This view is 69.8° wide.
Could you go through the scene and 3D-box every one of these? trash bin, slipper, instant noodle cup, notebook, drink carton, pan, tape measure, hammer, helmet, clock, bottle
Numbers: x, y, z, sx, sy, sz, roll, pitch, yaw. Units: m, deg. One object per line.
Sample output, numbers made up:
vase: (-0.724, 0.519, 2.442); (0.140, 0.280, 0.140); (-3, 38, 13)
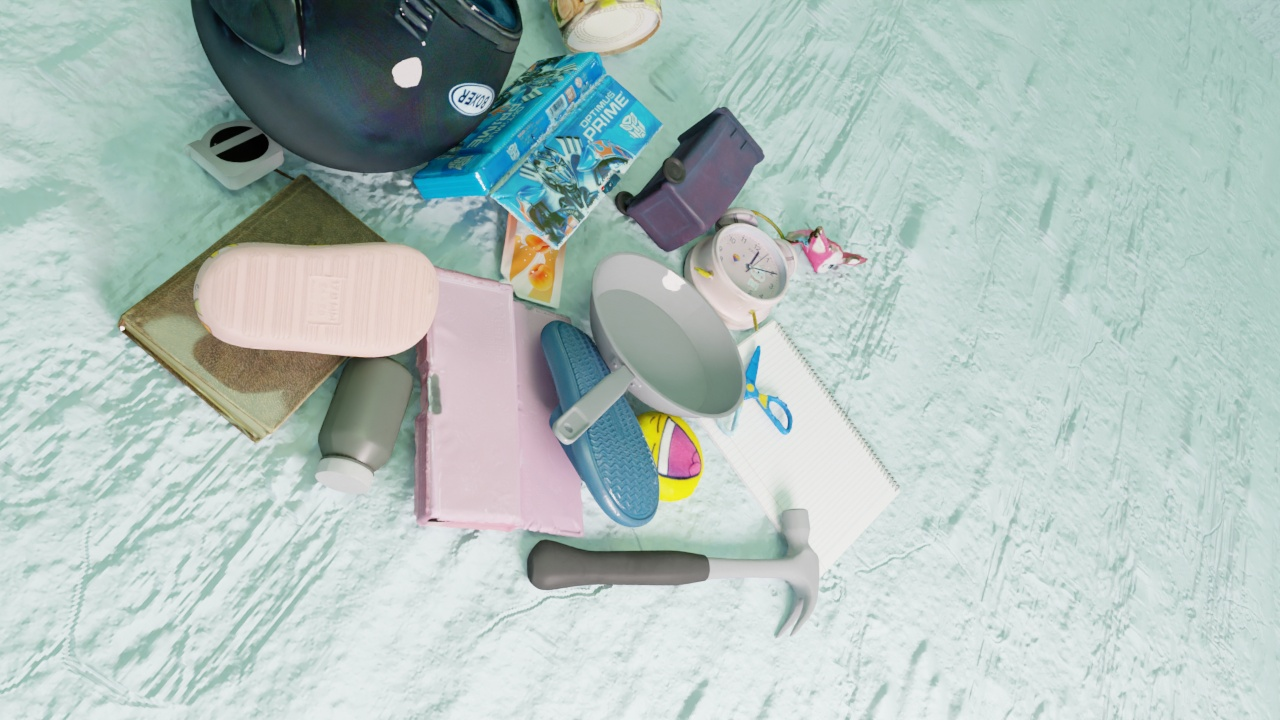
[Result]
trash bin: (0.061, -0.209, 1.040); (0.092, 0.094, 0.160); (46, 53, -15)
slipper: (-0.049, 0.057, 0.840); (0.103, 0.059, 0.213); (19, 42, -55)
instant noodle cup: (-0.042, -0.421, 1.055); (0.146, 0.147, 0.098); (-8, 82, -34)
slipper: (-0.259, -0.050, 0.732); (0.196, 0.082, 0.093); (-5, 101, -44)
notebook: (-0.316, -0.065, 0.776); (0.190, 0.035, 0.214); (41, 52, -6)
drink carton: (-0.107, -0.115, 0.932); (0.069, 0.039, 0.122); (15, 66, -25)
pan: (-0.005, 0.005, 0.855); (0.201, 0.051, 0.355); (49, 33, -1)
tape measure: (-0.356, -0.184, 0.809); (0.064, 0.017, 0.064); (38, 54, 16)
hammer: (0.041, 0.199, 0.866); (0.310, 0.030, 0.124); (7, 68, -27)
helmet: (-0.265, -0.312, 0.797); (0.316, 0.236, 0.248); (57, 21, 3)
clock: (0.120, -0.110, 1.048); (0.117, 0.059, 0.157); (40, 52, -9)
bottle: (-0.229, 0.052, 0.756); (0.060, 0.060, 0.108); (23, 57, -20)
notebook: (0.169, 0.090, 1.011); (0.177, 0.013, 0.245); (-34, 87, -36)

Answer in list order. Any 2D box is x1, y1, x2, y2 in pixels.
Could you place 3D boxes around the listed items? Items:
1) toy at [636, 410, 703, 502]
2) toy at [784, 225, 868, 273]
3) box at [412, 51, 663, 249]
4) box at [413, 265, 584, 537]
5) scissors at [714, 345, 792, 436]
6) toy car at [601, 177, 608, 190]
toy: (0.023, 0.093, 0.901); (0.094, 0.041, 0.095); (29, 52, -20)
toy: (0.232, -0.130, 1.133); (0.102, 0.065, 0.050); (17, 91, -27)
box: (-0.096, -0.232, 0.935); (0.170, 0.071, 0.242); (24, 52, 13)
box: (-0.118, 0.038, 0.827); (0.178, 0.039, 0.232); (12, 61, -39)
scissors: (0.112, 0.036, 0.989); (0.126, 0.015, 0.125); (-32, 82, -38)
toy car: (-0.052, -0.234, 1.025); (0.038, 0.025, 0.089); (16, 60, -24)
